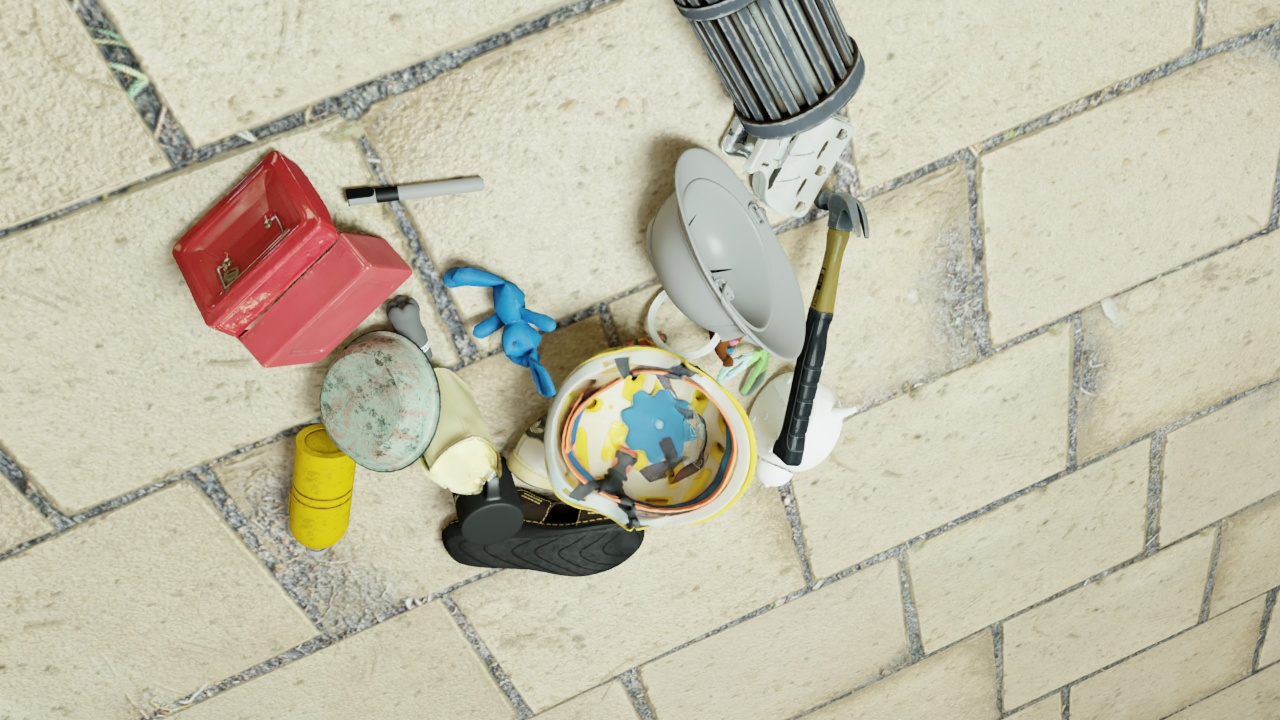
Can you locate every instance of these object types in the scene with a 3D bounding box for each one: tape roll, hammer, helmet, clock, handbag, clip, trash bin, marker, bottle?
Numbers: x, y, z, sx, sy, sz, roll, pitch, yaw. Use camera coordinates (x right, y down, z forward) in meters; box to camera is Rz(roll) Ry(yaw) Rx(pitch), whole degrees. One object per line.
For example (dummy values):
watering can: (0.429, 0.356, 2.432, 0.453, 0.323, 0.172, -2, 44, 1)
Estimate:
tape roll: (0.055, -0.048, 1.111, 0.093, 0.013, 0.093, 0, 85, 4)
hammer: (0.210, -0.034, 1.097, 0.025, 0.118, 0.333, 6, 104, -17)
helmet: (0.077, -0.102, 1.049, 0.118, 0.182, 0.271, -18, 120, 35)
clock: (0.196, 0.080, 1.213, 0.072, 0.125, 0.161, 26, 115, -32)
handbag: (-0.215, 0.086, 1.055, 0.081, 0.119, 0.111, -34, 147, 0)
clip: (0.166, -0.233, 1.045, 0.142, 0.072, 0.125, 12, 115, -34)
trash bin: (0.115, -0.343, 0.892, 0.164, 0.164, 0.227, -37, 130, 5)
marker: (-0.233, -0.177, 0.957, 0.140, 0.016, 0.016, -10, 124, -14)
bottle: (-0.380, 0.161, 1.092, 0.071, 0.071, 0.164, 3, 120, -22)
bottle: (-0.258, -0.019, 1.037, 0.036, 0.036, 0.110, -15, 125, -11)
helmet: (0.013, 0.081, 1.074, 0.240, 0.139, 0.209, 17, 102, -2)

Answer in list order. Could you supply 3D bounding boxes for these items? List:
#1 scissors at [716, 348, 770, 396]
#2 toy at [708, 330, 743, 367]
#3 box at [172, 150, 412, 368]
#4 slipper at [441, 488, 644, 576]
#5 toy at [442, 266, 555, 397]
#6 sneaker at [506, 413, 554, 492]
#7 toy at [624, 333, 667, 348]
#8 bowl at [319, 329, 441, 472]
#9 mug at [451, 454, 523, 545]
scissors: (0.160, -0.011, 1.179, 0.173, 0.022, 0.172, -15, 140, -36)
toy: (0.127, -0.040, 1.123, 0.090, 0.102, 0.070, -28, 130, 26)
box: (-0.339, -0.082, 0.931, 0.157, 0.154, 0.168, -40, 147, 7)
slipper: (-0.128, 0.226, 1.219, 0.268, 0.075, 0.113, -1, 130, 2)
toy: (-0.150, -0.041, 1.041, 0.071, 0.113, 0.176, -40, 107, -20)
sneaker: (-0.047, 0.127, 1.188, 0.241, 0.089, 0.102, 18, 105, -25)
toy: (-0.007, 0.007, 1.144, 0.103, 0.046, 0.084, -23, 139, 1)
bowl: (-0.293, 0.045, 0.998, 0.158, 0.157, 0.038, -52, 162, 16)
mug: (-0.190, 0.159, 1.136, 0.078, 0.088, 0.114, -6, 133, -19)
